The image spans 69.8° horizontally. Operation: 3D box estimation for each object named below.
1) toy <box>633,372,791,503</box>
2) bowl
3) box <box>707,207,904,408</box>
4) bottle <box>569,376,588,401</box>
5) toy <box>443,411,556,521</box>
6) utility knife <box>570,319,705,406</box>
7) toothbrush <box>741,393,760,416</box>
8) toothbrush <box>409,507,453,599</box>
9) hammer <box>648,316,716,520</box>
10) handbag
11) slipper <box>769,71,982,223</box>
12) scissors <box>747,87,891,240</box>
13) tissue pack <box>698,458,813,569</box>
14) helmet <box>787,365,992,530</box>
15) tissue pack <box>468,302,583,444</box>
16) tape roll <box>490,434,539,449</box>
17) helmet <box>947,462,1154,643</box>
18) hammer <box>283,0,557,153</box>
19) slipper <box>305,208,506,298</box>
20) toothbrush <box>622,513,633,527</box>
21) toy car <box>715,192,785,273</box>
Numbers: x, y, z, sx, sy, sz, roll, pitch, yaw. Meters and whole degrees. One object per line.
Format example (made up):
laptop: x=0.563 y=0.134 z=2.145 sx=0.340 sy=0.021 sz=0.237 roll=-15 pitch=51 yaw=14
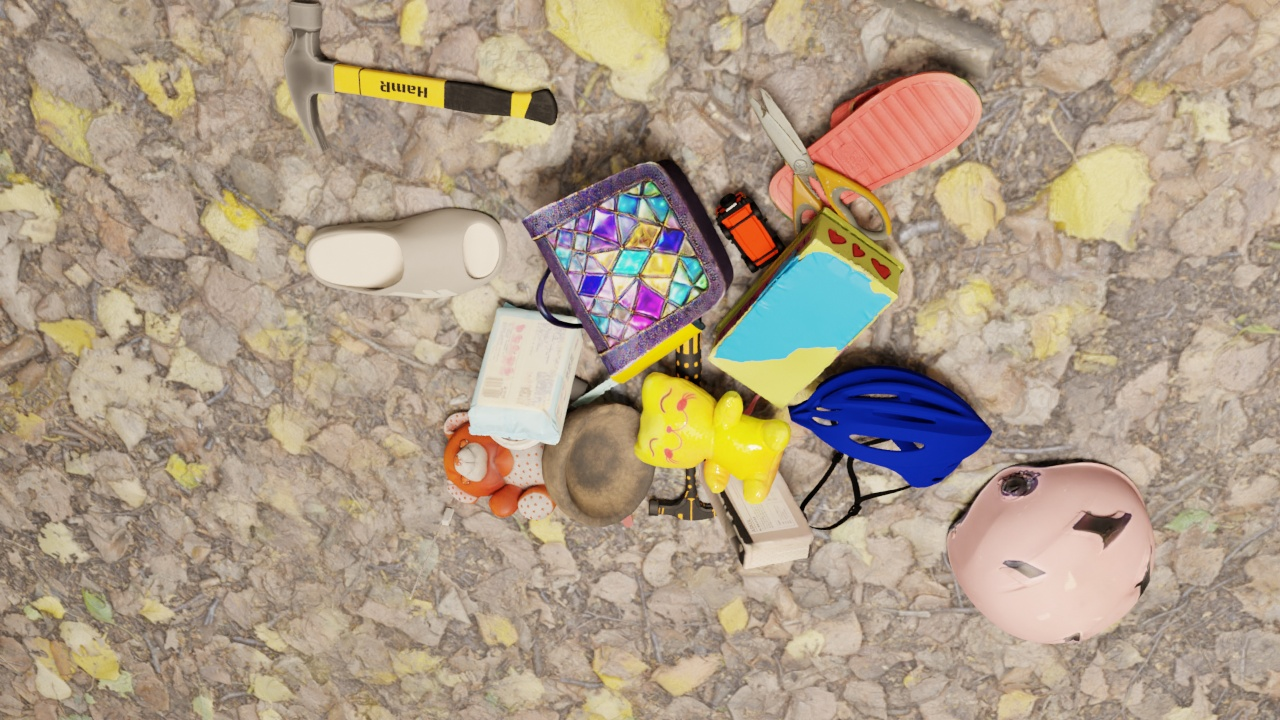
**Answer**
toy: x=0.091 y=0.086 z=1.132 sx=0.194 sy=0.087 sz=0.135 roll=17 pitch=115 yaw=20
bowl: x=-0.060 y=0.130 z=1.195 sx=0.070 sy=0.161 sz=0.162 roll=10 pitch=125 yaw=49
box: x=0.190 y=-0.057 z=1.073 sx=0.124 sy=0.081 sz=0.222 roll=32 pitch=128 yaw=-6
bottle: x=-0.126 y=0.017 z=1.211 sx=0.113 sy=0.030 sz=0.030 roll=28 pitch=116 yaw=-5
toy: x=-0.189 y=0.131 z=1.239 sx=0.173 sy=0.092 sz=0.163 roll=-1 pitch=90 yaw=14
utility knife: x=-0.007 y=0.007 z=1.156 sx=0.219 sy=0.019 sz=0.030 roll=-36 pitch=134 yaw=25
toothbrush: x=0.130 y=0.075 z=1.189 sx=0.016 sy=0.021 sz=0.135 roll=43 pitch=97 yaw=-7
toothbrush: x=-0.287 y=0.265 z=1.270 sx=0.010 sy=0.181 sz=0.010 roll=8 pitch=121 yaw=1
hammer: x=0.068 y=0.077 z=1.209 sx=0.123 sy=0.036 sz=0.321 roll=-1 pitch=117 yaw=3
handbag: x=-0.022 y=-0.108 z=1.062 sx=0.222 sy=0.125 sz=0.205 roll=-28 pitch=97 yaw=16
slipper: x=0.252 y=-0.240 z=1.013 sx=0.249 sy=0.059 sz=0.103 roll=-28 pitch=112 yaw=36
scissors: x=0.178 y=-0.201 z=1.026 sx=0.228 sy=0.016 sz=0.134 roll=44 pitch=131 yaw=-15
tissue pack: x=0.146 y=0.187 z=1.154 sx=0.103 sy=0.181 sz=0.071 roll=-7 pitch=121 yaw=-14
helmet: x=0.289 y=0.116 z=1.127 sx=0.241 sy=0.147 sz=0.228 roll=15 pitch=114 yaw=-4
tissue pack: x=-0.140 y=0.013 z=1.147 sx=0.112 sy=0.181 sz=0.070 roll=6 pitch=151 yaw=9
tape roll: x=-0.158 y=0.071 z=1.199 sx=0.093 sy=0.093 sz=0.013 roll=-6 pitch=157 yaw=11
helmet: x=0.532 y=0.252 z=1.163 sx=0.256 sy=0.152 sz=0.230 roll=-34 pitch=103 yaw=15
hammer: x=-0.257 y=-0.312 z=1.075 sx=0.324 sy=0.034 sz=0.170 roll=9 pitch=118 yaw=3
slipper: x=-0.303 y=-0.124 z=1.142 sx=0.266 sy=0.080 sz=0.113 roll=0 pitch=112 yaw=9
toothbrush: x=-0.041 y=0.150 z=1.273 sx=0.015 sy=0.015 sz=0.184 roll=-13 pitch=110 yaw=14
toy car: x=0.127 y=-0.152 z=1.079 sx=0.051 sy=0.048 sz=0.100 roll=-34 pitch=127 yaw=12
